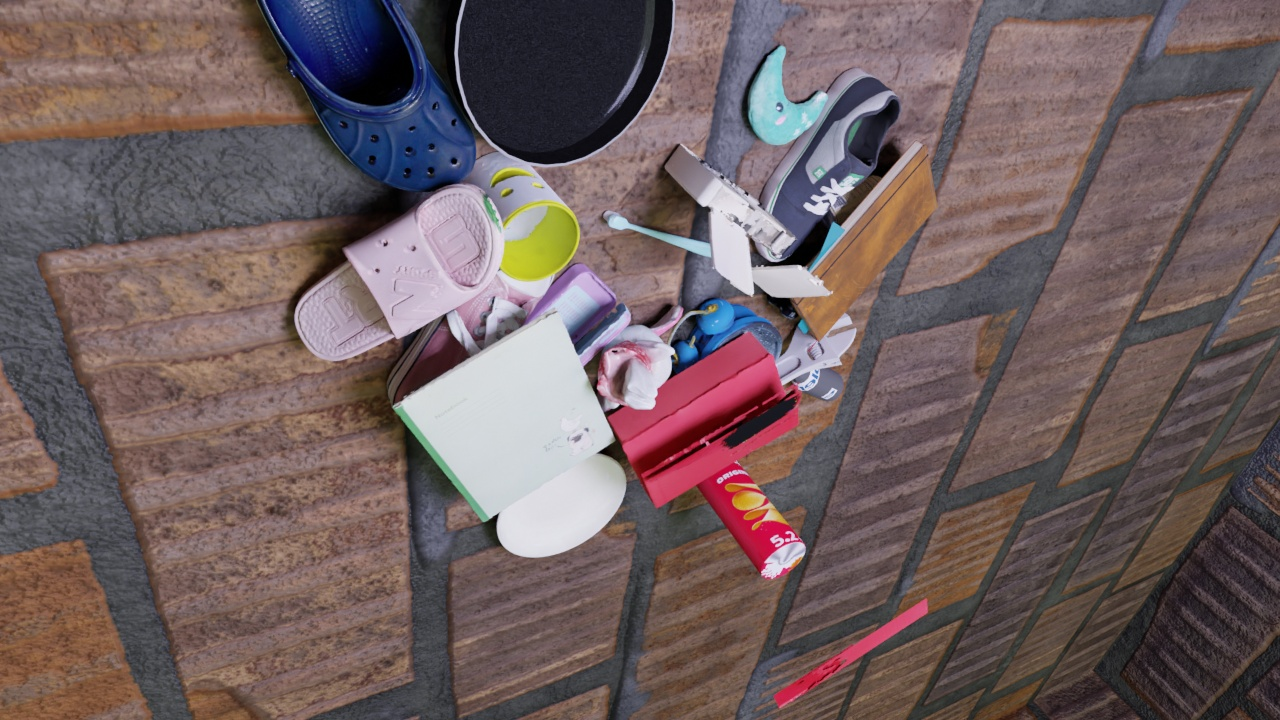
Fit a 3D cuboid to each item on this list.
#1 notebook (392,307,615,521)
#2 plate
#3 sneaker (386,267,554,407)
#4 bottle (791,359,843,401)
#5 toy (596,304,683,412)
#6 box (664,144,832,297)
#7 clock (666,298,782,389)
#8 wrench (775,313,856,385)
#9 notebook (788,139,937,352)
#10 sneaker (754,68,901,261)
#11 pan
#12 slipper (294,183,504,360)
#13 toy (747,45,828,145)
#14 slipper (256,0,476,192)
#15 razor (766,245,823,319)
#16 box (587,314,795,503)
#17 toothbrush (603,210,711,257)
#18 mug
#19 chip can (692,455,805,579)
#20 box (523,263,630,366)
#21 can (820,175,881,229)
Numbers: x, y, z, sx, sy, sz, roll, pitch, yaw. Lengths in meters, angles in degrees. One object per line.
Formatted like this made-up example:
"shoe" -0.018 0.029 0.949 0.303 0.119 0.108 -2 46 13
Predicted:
"notebook" -0.131 0.068 0.968 0.181 0.010 0.253 -31 144 -9
"plate" -0.107 0.181 1.195 0.182 0.034 0.183 -19 135 -20
"sneaker" -0.167 -0.018 0.934 0.241 0.088 0.118 -49 137 13
"bottle" 0.242 0.025 1.289 0.112 0.047 0.047 23 112 -44
"toy" -0.006 0.006 1.024 0.084 0.194 0.159 38 98 -7
"box" 0.102 -0.128 0.943 0.143 0.191 0.069 26 110 -38
"clock" 0.102 -0.019 1.144 0.161 0.060 0.117 18 116 -41
"wrench" 0.162 0.019 1.222 0.273 0.086 0.018 -31 139 8
"notebook" 0.267 -0.136 1.117 0.249 0.014 0.178 -49 151 1
"sneaker" 0.210 -0.204 1.035 0.084 0.079 0.236 6 123 -39
"pan" -0.024 -0.329 0.785 0.356 0.034 0.225 -51 143 0
"slipper" -0.221 -0.066 0.805 0.240 0.064 0.094 -28 98 23
"toy" 0.151 -0.272 0.972 0.105 0.033 0.085 31 95 -45
"slipper" -0.215 -0.222 0.718 0.105 0.095 0.253 -36 135 -6
"razor" 0.228 -0.111 1.160 0.151 0.054 0.067 -38 151 -10
"box" 0.041 0.025 1.211 0.213 0.325 0.153 -31 121 -4
"toothbrush" 0.030 -0.138 1.020 0.180 0.016 0.016 11 118 -42
"mug" -0.115 -0.135 0.852 0.082 0.106 0.083 -19 135 -21
"chip can" 0.130 0.187 1.223 0.069 0.220 0.069 -19 135 -20
"box" -0.107 -0.002 1.012 0.214 0.096 0.077 -43 166 5
"can" 0.258 -0.192 1.110 0.079 0.038 0.038 -27 137 -12
